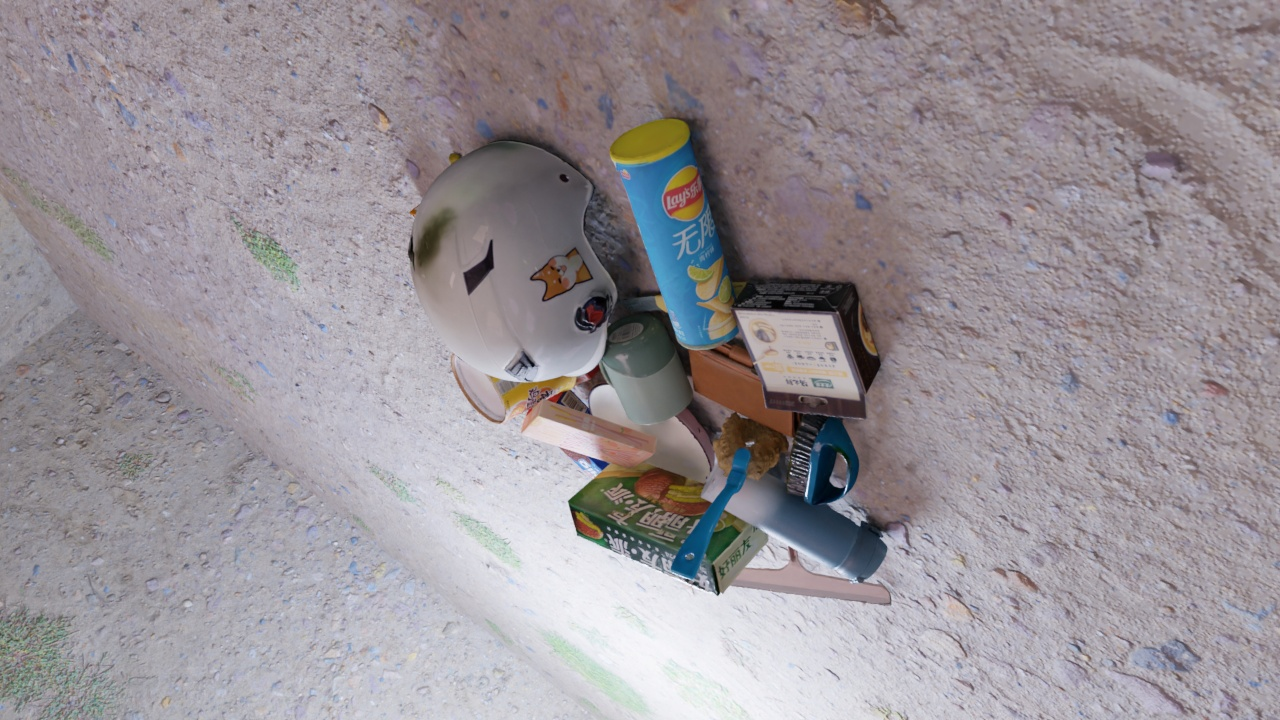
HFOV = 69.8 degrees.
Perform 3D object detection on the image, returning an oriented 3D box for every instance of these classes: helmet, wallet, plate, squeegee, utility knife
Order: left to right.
[{"bbox_3d":[-0.154,-0.087,0.972,0.230,0.156,0.274,16,120,39],"label":"helmet"},{"bbox_3d":[0.020,0.088,1.187,0.192,0.038,0.193,29,149,19],"label":"plate"},{"bbox_3d":[0.048,-0.063,0.966,0.213,0.022,0.031,-7,126,45],"label":"utility knife"},{"bbox_3d":[0.113,0.025,0.999,0.132,0.031,0.108,24,151,26],"label":"wallet"},{"bbox_3d":[0.179,0.201,1.158,0.248,0.040,0.250,1,128,29],"label":"squeegee"}]

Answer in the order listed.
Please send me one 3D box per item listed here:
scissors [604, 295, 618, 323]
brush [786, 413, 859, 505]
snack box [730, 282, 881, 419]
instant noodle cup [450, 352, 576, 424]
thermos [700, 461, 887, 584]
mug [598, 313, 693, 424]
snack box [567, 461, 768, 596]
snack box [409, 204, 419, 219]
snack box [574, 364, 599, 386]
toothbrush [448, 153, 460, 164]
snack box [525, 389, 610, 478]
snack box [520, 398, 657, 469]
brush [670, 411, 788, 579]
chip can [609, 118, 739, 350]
[{"bbox_3d":[-0.097,-0.092,1.098,0.171,0.019,0.181,1,131,51],"label":"scissors"},{"bbox_3d":[0.200,0.112,0.992,0.073,0.055,0.144,27,148,24],"label":"brush"},{"bbox_3d":[0.158,-0.011,0.868,0.113,0.053,0.126,5,137,39],"label":"snack box"},{"bbox_3d":[-0.166,0.008,1.167,0.138,0.109,0.138,35,146,29],"label":"instant noodle cup"},{"bbox_3d":[0.180,0.183,1.070,0.220,0.070,0.070,28,150,1],"label":"thermos"},{"bbox_3d":[-0.006,0.006,1.053,0.112,0.082,0.106,6,131,44],"label":"mug"},{"bbox_3d":[0.032,0.203,1.162,0.240,0.114,0.063,15,130,39],"label":"snack box"},{"bbox_3d":[-0.234,-0.130,1.176,0.075,0.026,0.154,27,152,57],"label":"snack box"},{"bbox_3d":[-0.120,0.006,1.250,0.077,0.027,0.156,47,151,-13],"label":"snack box"},{"bbox_3d":[-0.200,-0.169,1.113,0.016,0.016,0.190,24,147,29],"label":"toothbrush"},{"bbox_3d":[-0.068,0.120,1.289,0.058,0.057,0.207,1,141,49],"label":"snack box"},{"bbox_3d":[-0.066,0.095,1.165,0.157,0.026,0.085,19,154,-15],"label":"snack box"},{"bbox_3d":[0.090,0.137,0.971,0.083,0.253,0.046,16,127,18],"label":"brush"},{"bbox_3d":[0.037,-0.111,0.845,0.071,0.071,0.210,14,138,39],"label":"chip can"}]
